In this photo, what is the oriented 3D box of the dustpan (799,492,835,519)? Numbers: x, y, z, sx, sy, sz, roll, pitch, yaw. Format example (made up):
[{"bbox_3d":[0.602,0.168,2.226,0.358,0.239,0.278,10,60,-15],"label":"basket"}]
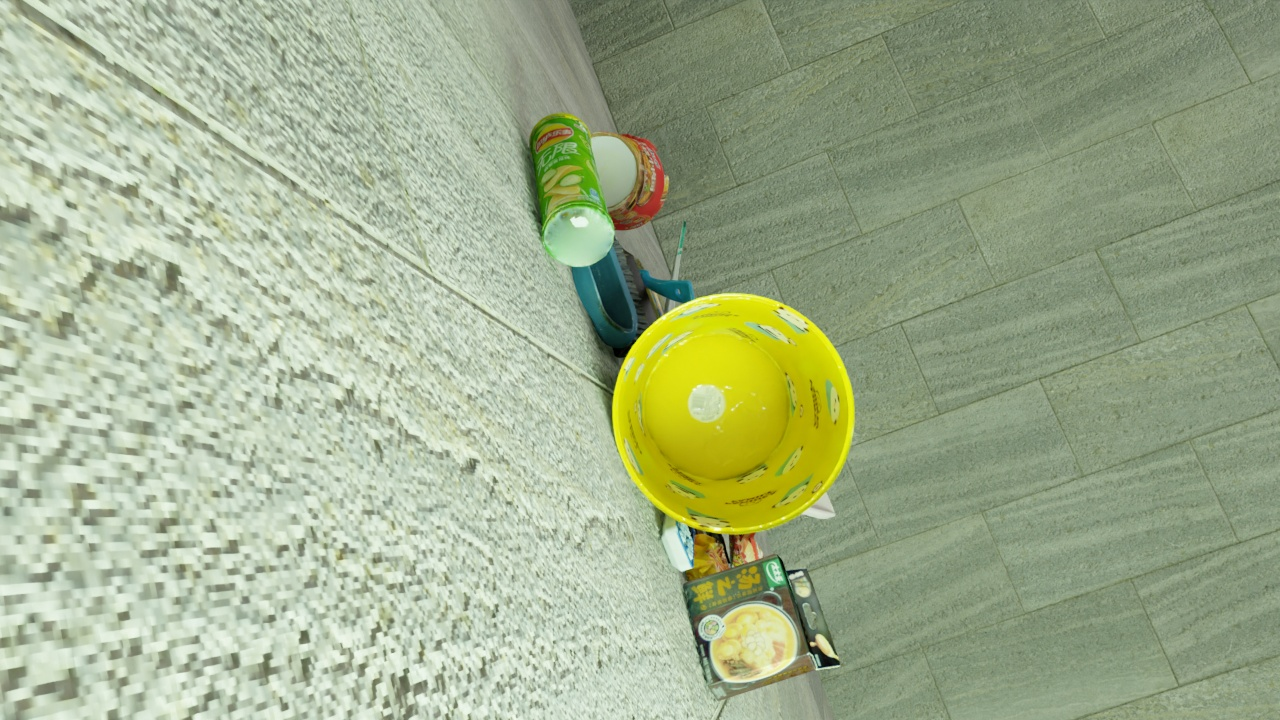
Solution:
[{"bbox_3d":[0.148,0.115,1.319,0.139,0.273,0.222,99,-22,-47],"label":"dustpan"}]

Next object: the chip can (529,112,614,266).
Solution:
[{"bbox_3d":[-0.075,-0.182,0.964,0.221,0.072,0.072,-104,171,-50],"label":"chip can"}]

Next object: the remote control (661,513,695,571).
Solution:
[{"bbox_3d":[0.040,0.182,0.975,0.124,0.024,0.049,-58,126,-81],"label":"remote control"}]

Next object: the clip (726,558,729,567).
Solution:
[{"bbox_3d":[0.105,0.257,1.169,0.057,0.014,0.046,-112,178,-80],"label":"clip"}]

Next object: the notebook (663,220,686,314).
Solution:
[{"bbox_3d":[0.035,-0.062,1.201,0.209,0.012,0.150,100,0,-62],"label":"notebook"}]

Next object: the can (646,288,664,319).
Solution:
[{"bbox_3d":[0.004,-0.074,1.367,0.083,0.057,0.102,42,28,-71],"label":"can"}]

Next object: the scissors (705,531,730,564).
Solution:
[{"bbox_3d":[0.114,0.275,1.307,0.235,0.022,0.124,72,3,-51],"label":"scissors"}]

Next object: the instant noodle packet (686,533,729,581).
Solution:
[{"bbox_3d":[0.085,0.257,1.035,0.111,0.044,0.128,65,7,2],"label":"instant noodle packet"}]

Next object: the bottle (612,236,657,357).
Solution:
[{"bbox_3d":[-0.033,-0.104,1.088,0.080,0.044,0.194,-41,-115,56],"label":"bottle"}]

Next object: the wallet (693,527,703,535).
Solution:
[{"bbox_3d":[0.093,0.270,1.174,0.115,0.020,0.101,-104,170,-67],"label":"wallet"}]

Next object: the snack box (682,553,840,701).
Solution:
[{"bbox_3d":[0.117,0.260,0.907,0.053,0.126,0.113,62,10,-46],"label":"snack box"}]

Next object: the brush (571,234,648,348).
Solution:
[{"bbox_3d":[-0.043,-0.081,1.013,0.073,0.055,0.143,2,65,-57],"label":"brush"}]

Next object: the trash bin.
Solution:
[{"bbox_3d":[0.091,0.053,0.993,0.255,0.229,0.229,30,39,-88],"label":"trash bin"}]

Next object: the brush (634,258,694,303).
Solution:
[{"bbox_3d":[0.004,-0.094,1.107,0.255,0.045,0.083,-155,-129,-66],"label":"brush"}]

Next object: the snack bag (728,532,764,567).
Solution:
[{"bbox_3d":[0.144,0.273,1.174,0.128,0.073,0.208,-109,-176,-71],"label":"snack bag"}]

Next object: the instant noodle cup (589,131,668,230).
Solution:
[{"bbox_3d":[-0.041,-0.252,1.271,0.138,0.138,0.108,69,15,3],"label":"instant noodle cup"}]
